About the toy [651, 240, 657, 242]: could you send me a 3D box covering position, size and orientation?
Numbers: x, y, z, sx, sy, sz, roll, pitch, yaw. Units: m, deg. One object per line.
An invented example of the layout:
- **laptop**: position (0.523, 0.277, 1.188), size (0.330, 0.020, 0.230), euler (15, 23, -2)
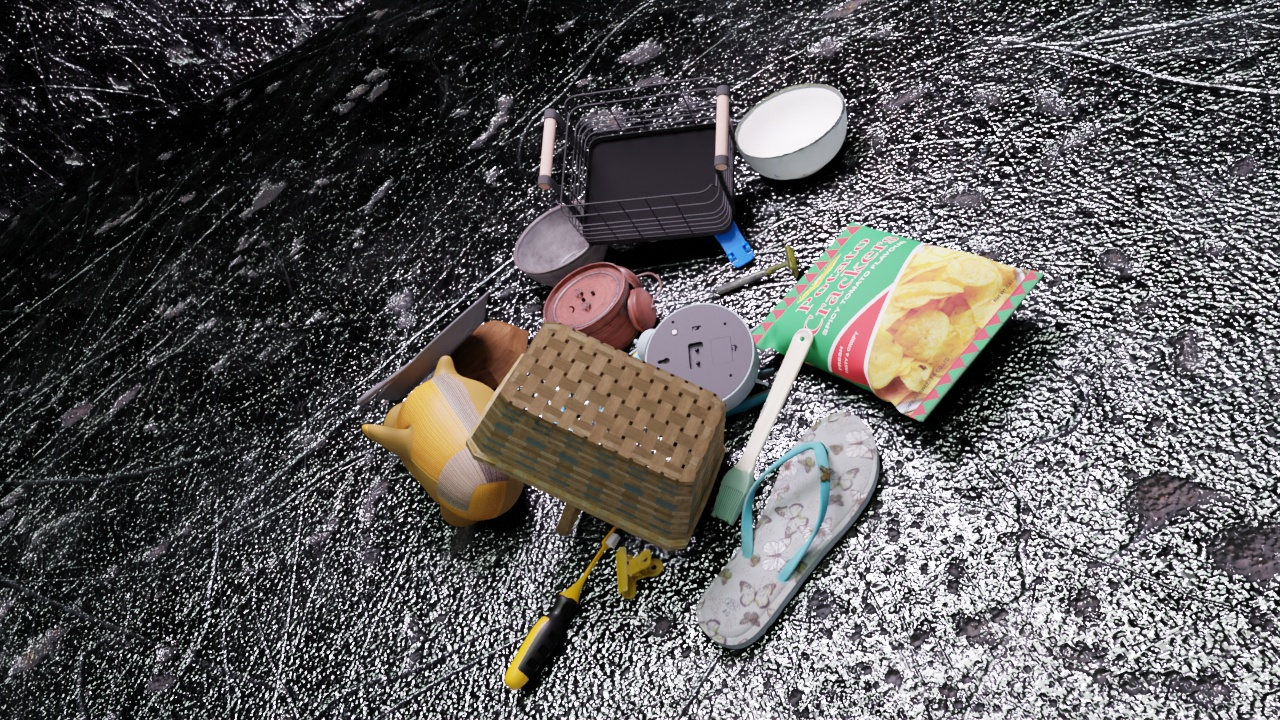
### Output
- **toy**: position (0.023, -0.244, 1.302), size (0.134, 0.106, 0.108), euler (-41, 52, -14)

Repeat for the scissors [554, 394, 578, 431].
- **scissors**: position (-0.096, 0.056, 1.154), size (0.063, 0.015, 0.138), euler (-30, 35, 10)

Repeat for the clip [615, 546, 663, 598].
- **clip**: position (0.001, 0.215, 0.937), size (0.047, 0.039, 0.052), euler (-24, 40, 17)

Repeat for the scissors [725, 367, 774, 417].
- **scissors**: position (0.089, 0.045, 1.033), size (0.129, 0.019, 0.137), euler (18, 70, 34)

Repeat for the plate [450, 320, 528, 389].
- **plate**: position (-0.218, -0.010, 1.279), size (0.131, 0.025, 0.131), euler (-18, 44, 18)

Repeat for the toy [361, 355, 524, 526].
- **toy**: position (-0.208, 0.113, 1.082), size (0.198, 0.163, 0.203), euler (-6, 33, -31)

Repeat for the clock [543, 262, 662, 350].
- **clock**: position (-0.044, -0.068, 1.188), size (0.158, 0.072, 0.120), euler (-34, 41, 1)

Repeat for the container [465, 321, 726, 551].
- **container**: position (-0.043, 0.091, 0.964), size (0.250, 0.187, 0.157), euler (25, 52, 4)

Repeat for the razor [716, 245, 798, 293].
- **razor**: position (0.144, -0.105, 1.143), size (0.106, 0.026, 0.042), euler (-21, 45, 20)

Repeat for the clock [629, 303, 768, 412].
- **clock**: position (0.057, 0.003, 1.018), size (0.159, 0.045, 0.122), euler (-11, 67, 16)

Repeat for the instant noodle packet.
- **instant noodle packet**: position (0.255, -0.053, 0.966), size (0.195, 0.090, 0.253), euler (-48, 39, -11)

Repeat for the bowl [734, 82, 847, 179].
- **bowl**: position (0.210, -0.300, 1.246), size (0.154, 0.073, 0.153), euler (-17, 43, 17)

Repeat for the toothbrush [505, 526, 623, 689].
- **toothbrush**: position (-0.076, 0.249, 0.941), size (0.031, 0.031, 0.196), euler (7, 50, 43)

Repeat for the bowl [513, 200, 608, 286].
- **bowl**: position (-0.102, -0.156, 1.312), size (0.145, 0.067, 0.144), euler (-18, 44, 18)

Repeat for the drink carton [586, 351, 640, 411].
- **drink carton**: position (-0.007, 0.024, 1.083), size (0.129, 0.044, 0.038), euler (-47, 58, 0)

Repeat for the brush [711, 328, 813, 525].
- **brush**: position (0.128, 0.065, 0.945), size (0.033, 0.012, 0.217), euler (20, 83, 43)

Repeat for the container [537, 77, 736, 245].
- **container**: position (0.007, -0.254, 1.175), size (0.242, 0.130, 0.162), euler (-3, 71, 17)

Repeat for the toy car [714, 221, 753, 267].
- **toy car**: position (0.120, -0.156, 1.214), size (0.033, 0.062, 0.092), euler (-31, 71, 6)

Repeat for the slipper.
- **slipper**: position (0.145, 0.151, 0.874), size (0.098, 0.055, 0.268), euler (19, 64, 40)

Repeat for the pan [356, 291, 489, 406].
- **pan**: position (-0.273, 0.005, 1.147), size (0.217, 0.024, 0.354), euler (-42, 6, 14)
